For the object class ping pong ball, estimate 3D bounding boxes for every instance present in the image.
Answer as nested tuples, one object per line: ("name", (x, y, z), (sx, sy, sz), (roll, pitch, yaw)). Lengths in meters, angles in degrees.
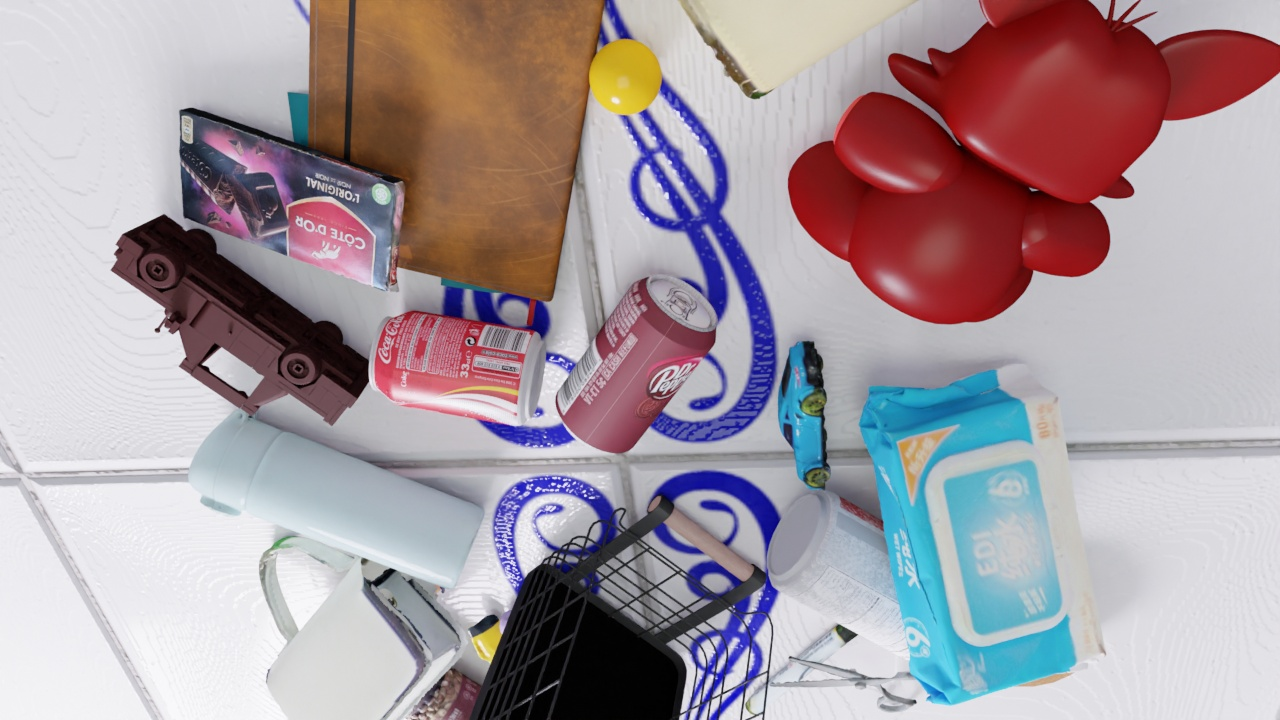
("ping pong ball", (-0.008, -0.156, 0.507), (0.040, 0.040, 0.040), (4, 121, 6))

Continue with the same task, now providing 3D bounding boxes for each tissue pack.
("tissue pack", (0.213, 0.106, 0.579), (0.117, 0.066, 0.209), (-13, 94, -5))

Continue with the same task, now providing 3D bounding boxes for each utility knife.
("utility knife", (-0.102, 0.285, 0.795), (0.030, 0.017, 0.175), (-29, 115, -9))

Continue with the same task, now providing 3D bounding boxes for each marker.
("marker", (0.134, 0.245, 0.742), (0.017, 0.017, 0.147), (33, 120, -12))

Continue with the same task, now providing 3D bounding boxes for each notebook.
("notebook", (-0.122, -0.150, 0.541), (0.178, 0.014, 0.250), (13, 122, -1))

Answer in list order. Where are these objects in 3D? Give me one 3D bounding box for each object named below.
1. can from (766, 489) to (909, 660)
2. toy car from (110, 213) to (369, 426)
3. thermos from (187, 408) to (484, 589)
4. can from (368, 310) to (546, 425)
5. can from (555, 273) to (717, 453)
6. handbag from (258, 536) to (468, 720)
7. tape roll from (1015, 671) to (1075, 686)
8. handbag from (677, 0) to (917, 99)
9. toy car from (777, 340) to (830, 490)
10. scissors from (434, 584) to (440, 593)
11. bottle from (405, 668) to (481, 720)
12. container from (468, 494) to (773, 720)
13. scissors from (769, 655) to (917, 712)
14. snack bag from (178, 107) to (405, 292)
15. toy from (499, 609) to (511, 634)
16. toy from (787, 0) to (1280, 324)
("can", (0.163, 0.154, 0.647), (0.136, 0.078, 0.078), (30, 120, -10))
("toy car", (-0.264, -0.019, 0.607), (0.170, 0.070, 0.062), (38, 106, -15))
("thermos", (-0.223, 0.103, 0.678), (0.207, 0.065, 0.078), (22, 87, -6))
("can", (-0.119, 0.004, 0.605), (0.105, 0.064, 0.064), (10, 121, 2))
("can", (-0.003, 0.003, 0.589), (0.063, 0.063, 0.114), (31, 120, -11))
("handbag", (-0.238, 0.211, 0.739), (0.176, 0.074, 0.151), (45, 108, 14))
("tape roll", (0.287, 0.202, 0.688), (0.094, 0.027, 0.094), (4, 121, 6))
("handbag", (0.074, -0.202, 0.450), (0.119, 0.081, 0.111), (-29, 120, 21))
("toy car", (0.107, 0.038, 0.603), (0.032, 0.048, 0.105), (-5, 121, 10))
("scissors", (-0.198, 0.218, 0.774), (0.132, 0.012, 0.073), (-38, 107, 25))
("bottle", (-0.161, 0.302, 0.794), (0.105, 0.056, 0.056), (39, 118, -15))
("container", (-0.007, 0.234, 0.633), (0.163, 0.240, 0.131), (38, 126, -15))
("scissors", (0.188, 0.247, 0.712), (0.172, 0.014, 0.141), (-22, 135, 31))
("snack bag", (-0.217, -0.100, 0.567), (0.155, 0.018, 0.075), (19, 121, 9))
("toy", (-0.070, 0.237, 0.743), (0.099, 0.036, 0.080), (40, 154, -13))
("toy", (0.182, -0.109, 0.465), (0.158, 0.120, 0.198), (28, 130, -6))
